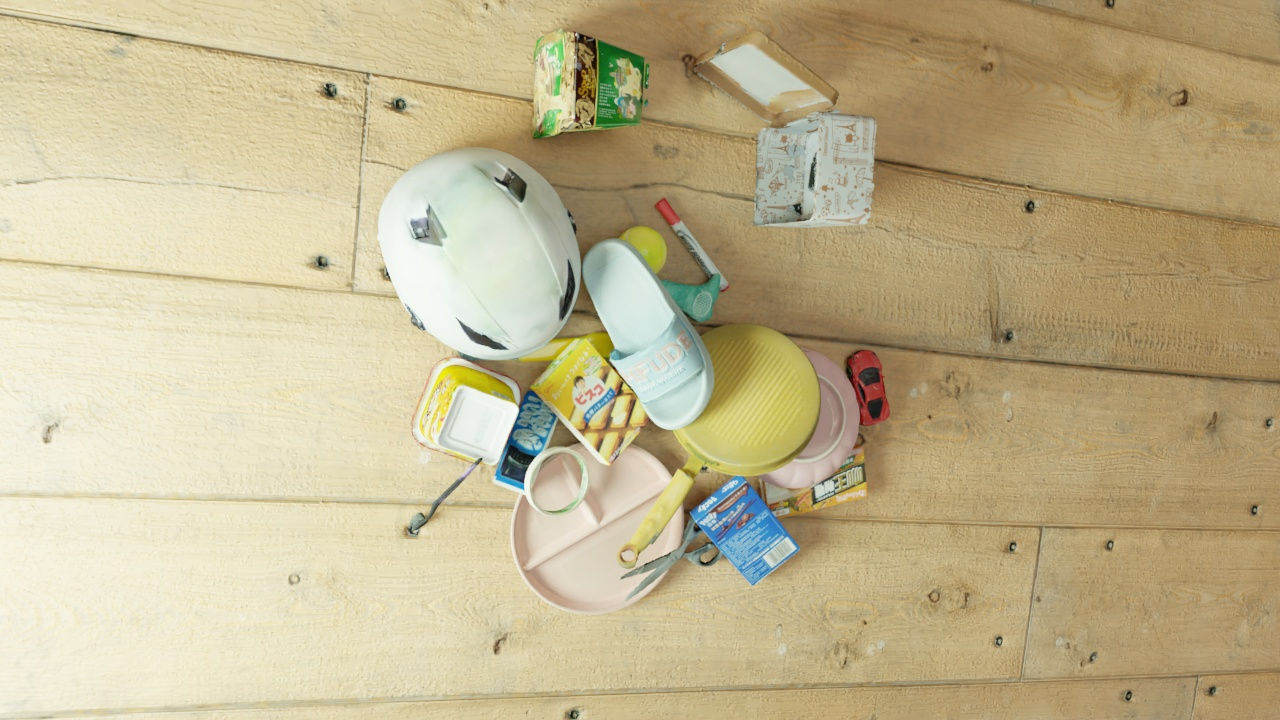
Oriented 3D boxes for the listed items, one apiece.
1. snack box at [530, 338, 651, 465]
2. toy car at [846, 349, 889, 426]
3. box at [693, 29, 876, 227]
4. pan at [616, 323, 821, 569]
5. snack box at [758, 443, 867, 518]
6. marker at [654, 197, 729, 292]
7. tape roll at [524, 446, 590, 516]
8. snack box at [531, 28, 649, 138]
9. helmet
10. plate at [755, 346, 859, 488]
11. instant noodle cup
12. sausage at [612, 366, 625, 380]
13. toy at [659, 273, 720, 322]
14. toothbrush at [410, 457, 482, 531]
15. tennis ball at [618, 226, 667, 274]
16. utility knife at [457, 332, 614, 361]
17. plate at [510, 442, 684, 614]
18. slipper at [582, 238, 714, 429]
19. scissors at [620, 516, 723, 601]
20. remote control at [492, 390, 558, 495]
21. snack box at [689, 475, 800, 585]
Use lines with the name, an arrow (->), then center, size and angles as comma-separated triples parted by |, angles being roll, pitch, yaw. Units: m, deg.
snack box -> -0.058, 0.051, 1.129 | 0.086, 0.034, 0.140 | -47, 110, -18
toy car -> 0.317, 0.038, 1.274 | 0.049, 0.031, 0.106 | -14, 98, -16
box -> 0.183, -0.279, 1.120 | 0.136, 0.179, 0.269 | -32, 105, -11
pan -> 0.084, 0.112, 1.160 | 0.198, 0.078, 0.356 | 35, 74, 13
snack box -> 0.238, 0.166, 1.266 | 0.153, 0.026, 0.075 | -10, 100, -15
marker -> 0.068, -0.148, 1.184 | 0.017, 0.017, 0.145 | -41, 106, -9
tape roll -> -0.101, 0.149, 1.126 | 0.085, 0.014, 0.086 | -5, 99, -33
snack box -> -0.060, -0.319, 1.086 | 0.105, 0.118, 0.118 | 0, 99, -29
helmet -> -0.170, -0.121, 1.042 | 0.228, 0.146, 0.258 | -30, 101, -11
plate -> 0.211, 0.075, 1.224 | 0.192, 0.039, 0.192 | 1, 86, -14
instant noodle cup -> -0.198, 0.066, 1.071 | 0.116, 0.124, 0.116 | 22, 89, -19
sausage -> -0.007, 0.007, 1.176 | 0.165, 0.021, 0.021 | -26, 103, -13
toy -> 0.052, -0.073, 1.183 | 0.092, 0.030, 0.096 | 11, 100, -13
toothbrush -> -0.228, 0.155, 1.066 | 0.014, 0.190, 0.016 | -17, 70, -47
tennis ball -> 0.001, -0.134, 1.140 | 0.065, 0.065, 0.065 | -2, 97, -17
utility knife -> -0.119, -0.016, 1.143 | 0.223, 0.015, 0.033 | -3, 89, -16
plate -> -0.055, 0.213, 1.182 | 0.229, 0.028, 0.229 | -2, 96, -18
slipper -> 0.005, -0.031, 1.094 | 0.104, 0.074, 0.245 | -26, 96, 19
scissors -> 0.047, 0.250, 1.195 | 0.164, 0.014, 0.164 | 27, 82, -37
remote control -> -0.138, 0.101, 1.134 | 0.049, 0.024, 0.125 | 19, 82, 11
snack box -> 0.140, 0.226, 1.216 | 0.084, 0.026, 0.157 | -38, 122, 1
